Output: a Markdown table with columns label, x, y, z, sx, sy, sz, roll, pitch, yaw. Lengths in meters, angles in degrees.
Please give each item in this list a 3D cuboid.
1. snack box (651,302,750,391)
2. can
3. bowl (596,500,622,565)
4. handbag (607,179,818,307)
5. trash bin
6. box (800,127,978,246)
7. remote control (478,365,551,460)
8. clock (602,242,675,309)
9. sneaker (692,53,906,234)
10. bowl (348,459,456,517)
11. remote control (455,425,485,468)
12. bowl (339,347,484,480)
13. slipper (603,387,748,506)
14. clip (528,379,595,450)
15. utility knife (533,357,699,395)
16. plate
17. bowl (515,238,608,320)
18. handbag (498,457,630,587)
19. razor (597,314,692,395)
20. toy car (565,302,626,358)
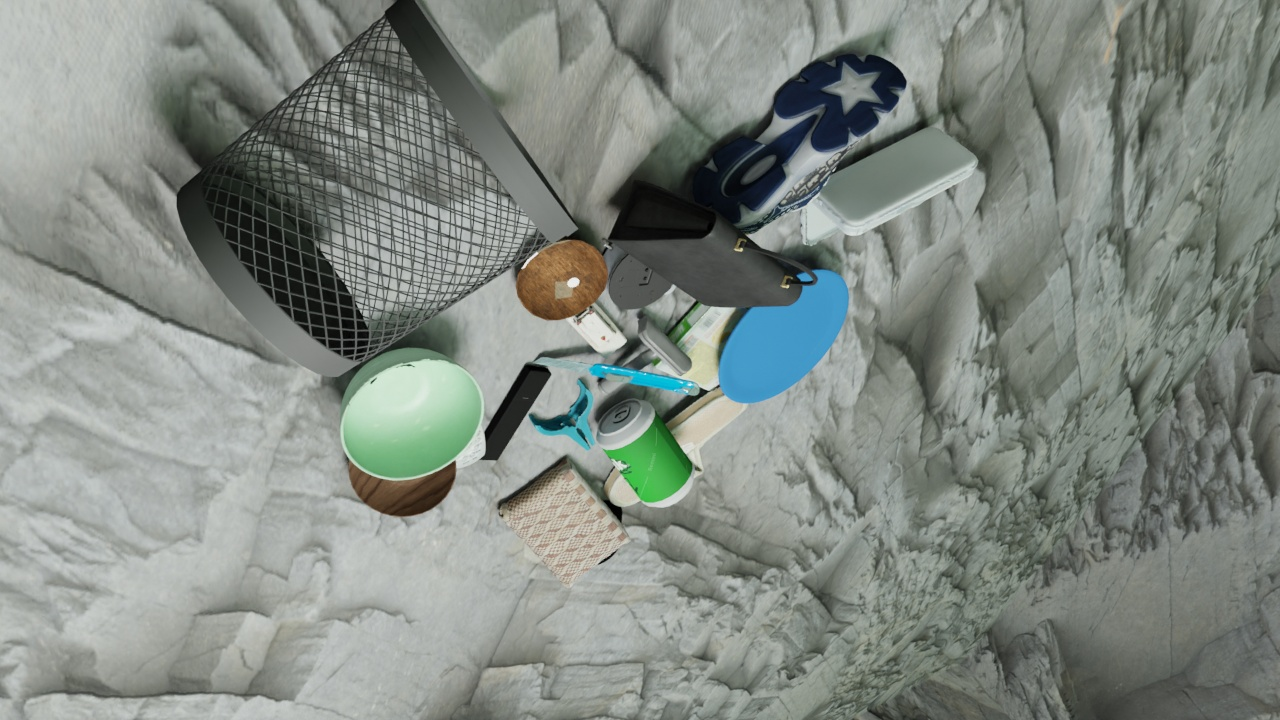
| label | x | y | z | sx | sy | sz | roll | pitch | yaw |
| --- | --- | --- | --- | --- | --- | --- | --- | --- | --- |
| snack box | 0.104 | -0.023 | 1.245 | 0.132 | 0.027 | 0.168 | -48 | 143 | 15 |
| can | 0.008 | 0.125 | 1.236 | 0.088 | 0.088 | 0.140 | -36 | 115 | -3 |
| bowl | -0.069 | 0.276 | 1.401 | 0.124 | 0.052 | 0.124 | -22 | 141 | -20 |
| handbag | 0.099 | -0.108 | 0.964 | 0.175 | 0.196 | 0.072 | 29 | 82 | -44 |
| trash bin | -0.205 | -0.128 | 0.728 | 0.227 | 0.217 | 0.218 | -35 | 144 | 3 |
| box | 0.316 | -0.205 | 1.162 | 0.210 | 0.105 | 0.129 | -30 | 146 | -10 |
| remote control | -0.160 | 0.066 | 1.133 | 0.034 | 0.013 | 0.150 | 8 | 125 | -44 |
| clock | 0.007 | -0.108 | 1.066 | 0.122 | 0.035 | 0.095 | -10 | 136 | -33 |
| sneaker | 0.186 | -0.232 | 1.050 | 0.269 | 0.103 | 0.132 | -39 | 158 | 2 |
| bowl | -0.273 | 0.120 | 1.056 | 0.119 | 0.032 | 0.119 | -3 | 109 | -10 |
| remote control | -0.219 | 0.085 | 1.093 | 0.060 | 0.028 | 0.114 | -26 | 142 | -16 |
| bowl | -0.249 | 0.046 | 0.974 | 0.150 | 0.077 | 0.151 | -16 | 128 | -22 |
| slipper | 0.057 | 0.136 | 1.342 | 0.263 | 0.052 | 0.115 | -43 | 143 | 18 |
| clip | -0.084 | 0.067 | 1.190 | 0.122 | 0.033 | 0.120 | 10 | 119 | -45 |
| utility knife | -0.025 | 0.019 | 1.132 | 0.220 | 0.015 | 0.031 | 11 | 141 | -17 |
| plate | 0.192 | -0.035 | 1.261 | 0.224 | 0.024 | 0.225 | -24 | 140 | -22 |
| bowl | -0.089 | -0.094 | 1.007 | 0.102 | 0.026 | 0.114 | -32 | 142 | 2 |
| handbag | -0.108 | 0.231 | 1.303 | 0.124 | 0.047 | 0.186 | -35 | 126 | -2 |
| razor | -0.007 | 0.007 | 1.167 | 0.116 | 0.047 | 0.088 | -35 | 119 | 22 |
| toy car | -0.050 | -0.035 | 1.094 | 0.039 | 0.039 | 0.113 | -39 | 144 | 2 |
